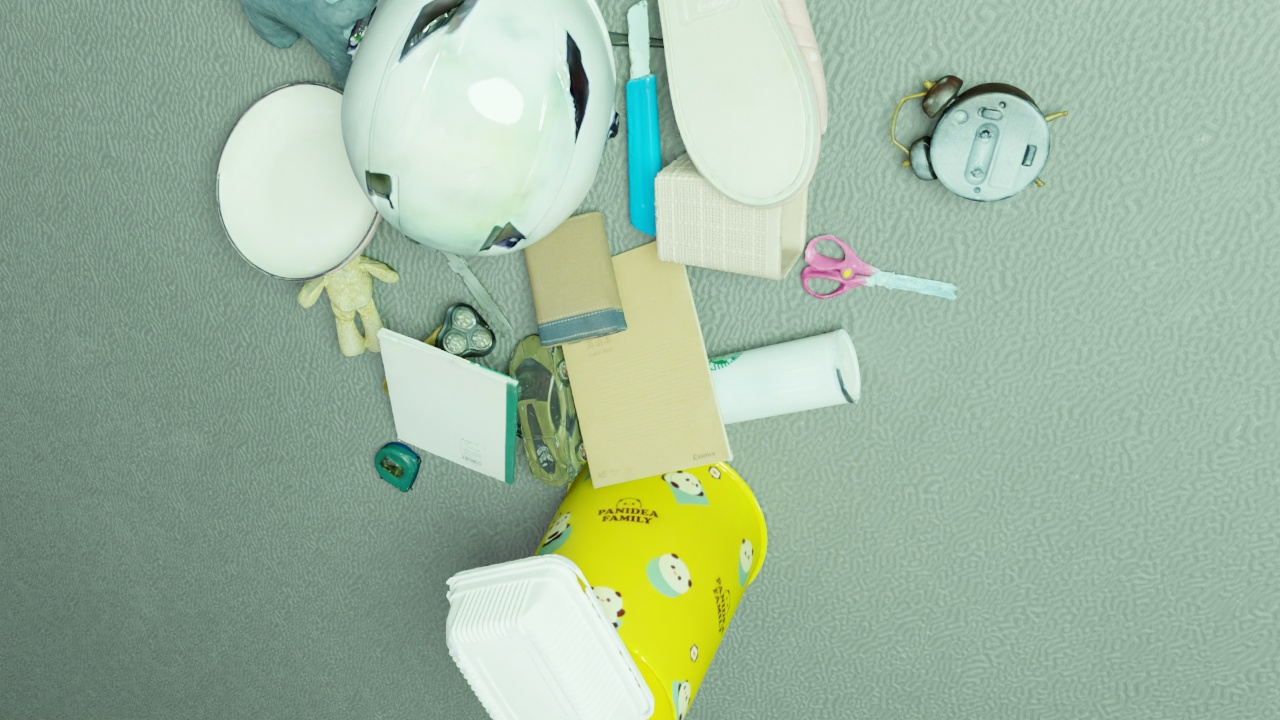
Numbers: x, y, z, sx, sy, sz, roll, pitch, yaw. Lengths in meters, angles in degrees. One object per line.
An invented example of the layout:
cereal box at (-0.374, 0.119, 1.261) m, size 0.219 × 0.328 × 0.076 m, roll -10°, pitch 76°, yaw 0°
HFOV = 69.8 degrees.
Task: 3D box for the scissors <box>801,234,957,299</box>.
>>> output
scissors at (0.205, -0.067, 0.792) m, size 0.135 × 0.017 × 0.064 m, roll 16°, pitch 122°, yaw 9°

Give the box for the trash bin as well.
trash bin at (-0.014, 0.235, 0.901) m, size 0.230 × 0.254 × 0.230 m, roll 9°, pitch 121°, yaw 16°

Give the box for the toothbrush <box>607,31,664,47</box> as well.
toothbrush at (-0.010, -0.266, 0.766) m, size 0.181 × 0.018 × 0.016 m, roll 12°, pitch 124°, yaw 17°

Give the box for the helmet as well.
helmet at (-0.133, -0.188, 0.737) m, size 0.229 × 0.145 × 0.259 m, roll 20°, pitch 129°, yaw -18°

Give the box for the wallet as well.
wallet at (-0.064, -0.074, 0.863) m, size 0.090 × 0.033 × 0.115 m, roll -12°, pitch 91°, yaw 25°

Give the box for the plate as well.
plate at (-0.324, -0.172, 0.896) m, size 0.193 × 0.039 × 0.192 m, roll 0°, pitch 89°, yaw 17°

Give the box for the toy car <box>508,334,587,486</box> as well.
toy car at (-0.098, 0.051, 0.943) m, size 0.070 × 0.042 × 0.158 m, roll -9°, pitch 95°, yaw 37°

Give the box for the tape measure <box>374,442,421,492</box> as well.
tape measure at (-0.288, 0.125, 1.087) m, size 0.054 × 0.025 × 0.058 m, roll 29°, pitch 123°, yaw 3°

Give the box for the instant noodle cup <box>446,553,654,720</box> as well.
instant noodle cup at (-0.083, 0.249, 0.746) m, size 0.138 × 0.060 × 0.173 m, roll -17°, pitch 111°, yaw 29°

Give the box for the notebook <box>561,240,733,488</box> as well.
notebook at (-0.005, 0.005, 0.863) m, size 0.150 × 0.012 × 0.211 m, roll -16°, pitch 84°, yaw 29°

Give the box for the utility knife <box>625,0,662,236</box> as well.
utility knife at (0.003, -0.202, 0.787) m, size 0.034 × 0.018 × 0.203 m, roll 10°, pitch 125°, yaw 20°

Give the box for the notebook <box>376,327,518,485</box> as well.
notebook at (-0.201, 0.056, 0.976) m, size 0.150 × 0.012 × 0.210 m, roll 21°, pitch 144°, yaw 6°

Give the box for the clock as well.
clock at (0.250, -0.169, 0.692) m, size 0.122 × 0.055 × 0.082 m, roll 15°, pitch 122°, yaw 14°

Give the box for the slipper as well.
slipper at (0.070, -0.248, 0.695) m, size 0.114 × 0.054 × 0.274 m, roll -16°, pitch 89°, yaw 24°

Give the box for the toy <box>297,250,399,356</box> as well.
toy at (-0.306, -0.074, 0.968) m, size 0.105 × 0.066 × 0.157 m, roll -12°, pitch 122°, yaw -9°

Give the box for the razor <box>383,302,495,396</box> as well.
razor at (-0.221, -0.002, 0.971) m, size 0.168 × 0.067 × 0.062 m, roll -30°, pitch 103°, yaw 38°

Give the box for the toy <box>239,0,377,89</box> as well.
toy at (-0.283, -0.318, 0.810) m, size 0.356 × 0.091 × 0.138 m, roll 38°, pitch 152°, yaw -1°

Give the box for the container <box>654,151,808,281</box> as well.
container at (0.076, -0.126, 0.768) m, size 0.111 × 0.089 × 0.090 m, roll 9°, pitch 120°, yaw 21°

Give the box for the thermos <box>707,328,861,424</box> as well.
thermos at (0.086, 0.023, 0.858) m, size 0.225 × 0.073 × 0.073 m, roll -12°, pitch 112°, yaw 27°

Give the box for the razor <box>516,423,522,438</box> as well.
razor at (-0.168, 0.064, 1.007) m, size 0.143 × 0.022 × 0.043 m, roll 19°, pitch 149°, yaw 8°

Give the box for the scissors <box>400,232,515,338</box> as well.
scissors at (-0.191, -0.096, 0.936) m, size 0.142 × 0.014 × 0.173 m, roll 11°, pitch 123°, yaw 15°
